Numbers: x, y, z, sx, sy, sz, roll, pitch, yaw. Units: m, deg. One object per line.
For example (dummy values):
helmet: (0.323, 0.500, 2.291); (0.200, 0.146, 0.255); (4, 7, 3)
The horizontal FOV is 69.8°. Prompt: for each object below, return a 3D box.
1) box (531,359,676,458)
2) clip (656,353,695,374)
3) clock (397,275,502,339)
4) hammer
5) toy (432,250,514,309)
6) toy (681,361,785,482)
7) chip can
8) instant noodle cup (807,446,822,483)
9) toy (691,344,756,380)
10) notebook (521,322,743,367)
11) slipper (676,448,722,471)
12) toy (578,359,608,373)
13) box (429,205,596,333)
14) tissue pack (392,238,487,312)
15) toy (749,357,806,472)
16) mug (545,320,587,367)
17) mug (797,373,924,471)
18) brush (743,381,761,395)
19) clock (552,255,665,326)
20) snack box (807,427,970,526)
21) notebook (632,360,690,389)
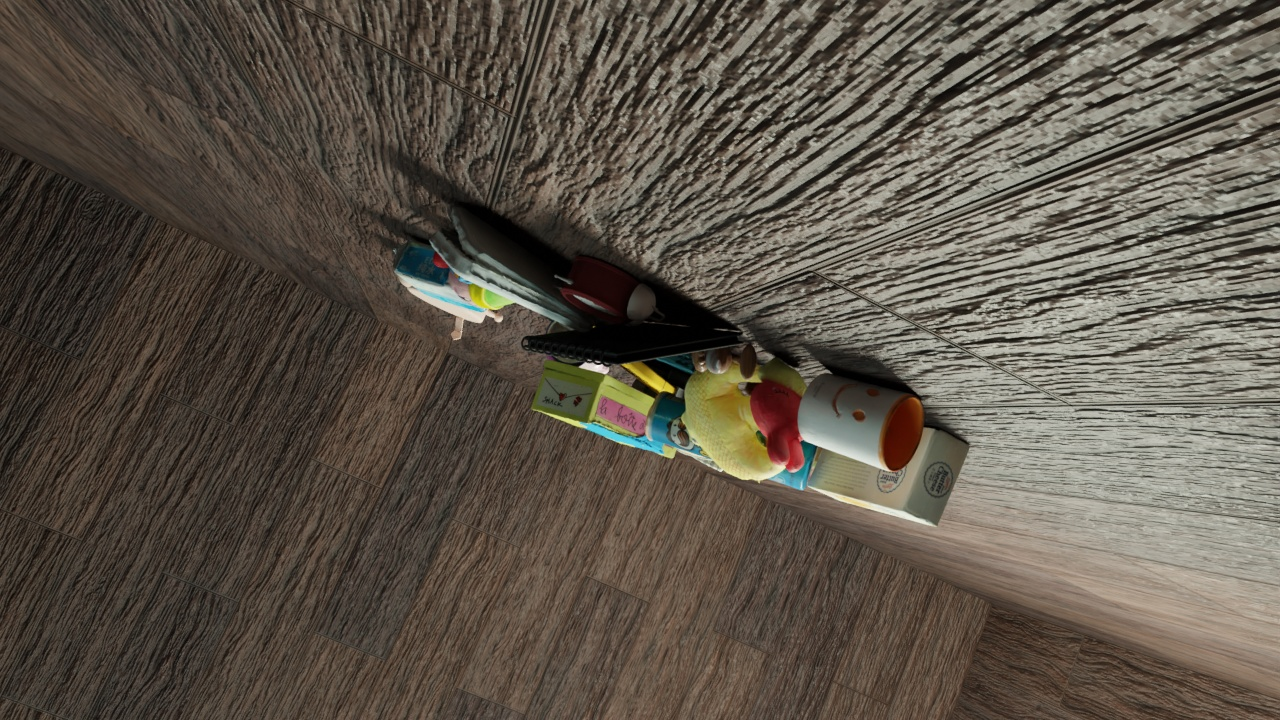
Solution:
box: (-0.041, 0.074, 1.351); (0.125, 0.079, 0.220); (11, 171, 41)
clip: (0.092, 0.014, 1.243); (0.120, 0.033, 0.119); (28, 174, -26)
clock: (-0.309, -0.100, 1.467); (0.131, 0.086, 0.160); (21, 165, 19)
hammer: (-0.008, 0.007, 1.288); (0.170, 0.034, 0.324); (14, 165, 37)
toy: (-0.185, -0.107, 1.140); (0.131, 0.096, 0.124); (40, 173, 26)
toy: (0.117, 0.078, 1.165); (0.155, 0.170, 0.064); (-16, -170, 38)
chip can: (0.123, 0.107, 1.249); (0.230, 0.079, 0.080); (17, 170, 20)
instant noodle cup: (0.234, 0.122, 1.312); (0.100, 0.100, 0.113); (24, 164, 1)
toy: (0.094, -0.003, 1.079); (0.054, 0.041, 0.102); (3, -175, -14)
notebook: (-0.019, -0.022, 1.054); (0.168, 0.019, 0.232); (-10, -170, -30)
slipper: (0.154, 0.132, 1.540); (0.273, 0.114, 0.054); (11, 141, 46)
toy: (-0.091, -0.014, 1.500); (0.064, 0.047, 0.110); (7, 153, 40)
box: (-0.138, -0.091, 1.031); (0.213, 0.063, 0.118); (31, -161, -47)
tissue pack: (-0.276, -0.121, 1.292); (0.144, 0.061, 0.093); (17, 168, 26)
toy: (0.158, 0.059, 1.018); (0.091, 0.135, 0.045); (30, 139, -32)
mug: (-0.086, -0.028, 1.353); (0.112, 0.075, 0.076); (-2, 175, -8)
mug: (0.232, 0.063, 0.968); (0.105, 0.082, 0.082); (17, 169, 43)
brush: (0.164, 0.042, 1.238); (0.048, 0.017, 0.126); (21, 171, 21)
clock: (-0.032, -0.071, 0.994); (0.124, 0.044, 0.087); (26, 171, -4)
snack box: (0.298, 0.132, 1.130); (0.057, 0.104, 0.208); (27, 171, -19)
notebook: (0.069, 0.041, 1.462); (0.209, 0.029, 0.169); (19, 172, 11)
